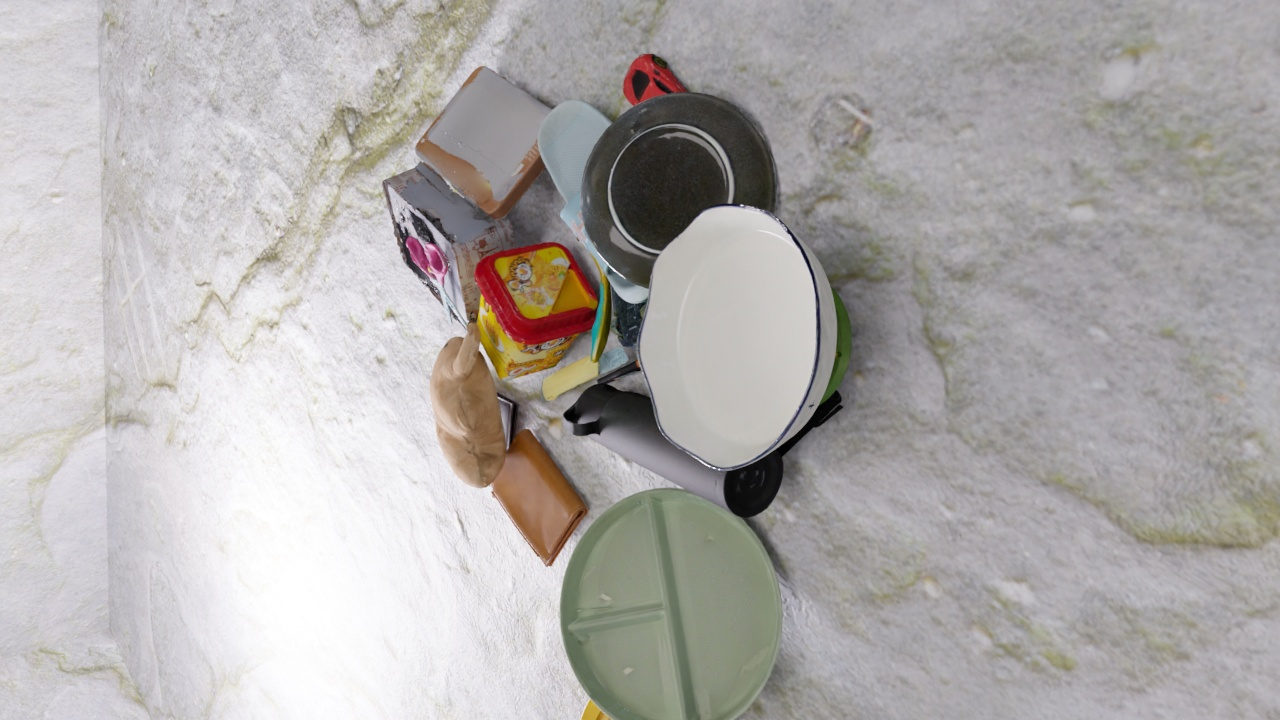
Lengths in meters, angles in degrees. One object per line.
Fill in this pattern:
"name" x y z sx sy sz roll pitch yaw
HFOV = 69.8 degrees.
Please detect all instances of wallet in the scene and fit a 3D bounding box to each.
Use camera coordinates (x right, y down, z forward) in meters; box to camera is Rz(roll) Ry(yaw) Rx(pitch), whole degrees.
"wallet" -0.128 0.168 1.085 0.130 0.035 0.119 49 125 29
"wallet" -0.192 0.096 1.158 0.096 0.020 0.122 21 111 38

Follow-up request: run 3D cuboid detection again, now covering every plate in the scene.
"plate" 0.027 0.237 0.871 0.231 0.027 0.230 -6 76 25
"plate" 0.029 -0.148 0.801 0.180 0.024 0.179 0 90 18
"plate" 0.076 -0.019 0.727 0.205 0.045 0.205 -5 84 52

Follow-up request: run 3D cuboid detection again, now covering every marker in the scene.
"marker" -0.006 0.005 0.937 0.124 0.018 0.015 -25 79 48
"marker" 0.129 0.069 0.801 0.022 0.020 0.132 55 132 18

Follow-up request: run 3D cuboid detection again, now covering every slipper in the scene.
"slipper" -0.034 -0.165 0.875 0.104 0.074 0.245 -40 62 15

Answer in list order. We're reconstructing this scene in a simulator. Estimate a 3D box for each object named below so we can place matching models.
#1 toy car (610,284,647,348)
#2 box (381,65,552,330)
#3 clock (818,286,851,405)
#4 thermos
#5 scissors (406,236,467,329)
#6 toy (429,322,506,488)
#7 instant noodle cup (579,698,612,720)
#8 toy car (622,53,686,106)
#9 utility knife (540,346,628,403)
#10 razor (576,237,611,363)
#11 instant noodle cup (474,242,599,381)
"toy car" -0.004 -0.071 0.909 0.054 0.036 0.120 -23 71 46
"box" -0.195 -0.185 1.040 0.179 0.132 0.272 42 121 35
"clock" 0.103 -0.008 0.774 0.162 0.056 0.116 -40 58 45
"thermos" 0.016 0.079 0.857 0.243 0.089 0.068 17 115 51
"scissors" -0.228 -0.089 1.025 0.131 0.017 0.133 42 152 30
"toy" -0.198 0.037 1.038 0.143 0.082 0.226 -124 24 -44
"instant noodle cup" 0.018 0.370 0.914 0.114 0.118 0.119 25 115 34
"toy car" 0.021 -0.239 0.854 0.106 0.031 0.049 55 133 23
"utility knife" -0.066 0.015 0.984 0.209 0.021 0.031 -26 73 62
"razor" -0.043 -0.063 0.932 0.028 0.043 0.132 -4 81 20
"instant noodle cup" -0.121 -0.048 0.992 0.116 0.116 0.124 59 145 21
